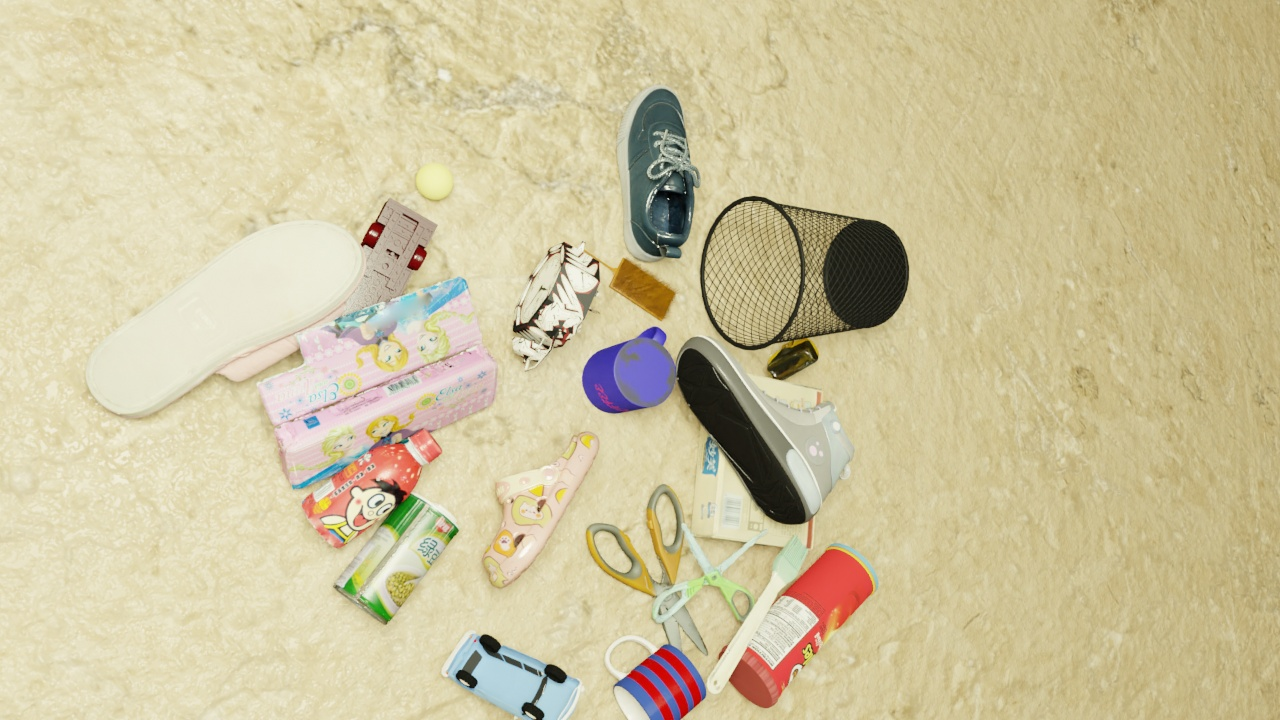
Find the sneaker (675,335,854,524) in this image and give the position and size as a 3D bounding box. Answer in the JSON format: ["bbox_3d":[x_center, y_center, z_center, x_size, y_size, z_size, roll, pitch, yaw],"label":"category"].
[{"bbox_3d":[0.159,0.057,1.093,0.160,0.093,0.256,-37,99,-36],"label":"sneaker"}]

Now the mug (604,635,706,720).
[{"bbox_3d":[0.010,0.360,1.038,0.076,0.075,0.112,-31,72,-29],"label":"mug"}]

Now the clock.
[{"bbox_3d":[-0.090,-0.051,1.009,0.065,0.115,0.154,28,53,-23],"label":"clock"}]

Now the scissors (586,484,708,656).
[{"bbox_3d":[0.013,0.264,1.080,0.175,0.016,0.225,-8,88,-29],"label":"scissors"}]

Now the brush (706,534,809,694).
[{"bbox_3d":[0.138,0.296,1.075,0.033,0.012,0.217,48,60,-15],"label":"brush"}]

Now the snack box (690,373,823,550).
[{"bbox_3d":[0.149,0.126,1.152,0.153,0.055,0.207,12,76,-27],"label":"snack box"}]

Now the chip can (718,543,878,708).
[{"bbox_3d":[0.198,0.323,1.132,0.212,0.087,0.087,-36,100,-29],"label":"chip can"}]

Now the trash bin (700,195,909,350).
[{"bbox_3d":[0.215,-0.109,1.162,0.209,0.184,0.184,-4,84,-35],"label":"trash bin"}]

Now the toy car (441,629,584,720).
[{"bbox_3d":[-0.128,0.327,0.930,0.056,0.153,0.055,-56,146,-33],"label":"toy car"}]

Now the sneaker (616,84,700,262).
[{"bbox_3d":[0.028,-0.234,1.121,0.089,0.088,0.235,5,80,-28],"label":"sneaker"}]

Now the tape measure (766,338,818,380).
[{"bbox_3d":[0.198,-0.004,1.193,0.037,0.066,0.064,59,24,-5],"label":"tape measure"}]

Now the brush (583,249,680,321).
[{"bbox_3d":[-0.012,-0.099,1.120,0.126,0.017,0.048,33,68,-21],"label":"brush"}]

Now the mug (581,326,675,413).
[{"bbox_3d":[-0.006,0.006,1.068,0.079,0.084,0.111,40,66,-18],"label":"mug"}]

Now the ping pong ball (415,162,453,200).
[{"bbox_3d":[-0.225,-0.196,1.004,0.040,0.040,0.040,5,80,-28],"label":"ping pong ball"}]

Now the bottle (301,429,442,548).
[{"bbox_3d":[-0.260,0.120,0.906,0.137,0.062,0.062,-37,101,-8],"label":"bottle"}]

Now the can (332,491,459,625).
[{"bbox_3d":[-0.242,0.196,0.920,0.067,0.067,0.120,43,65,-17],"label":"can"}]

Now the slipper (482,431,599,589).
[{"bbox_3d":[-0.119,0.150,0.993,0.081,0.093,0.196,33,65,1],"label":"slipper"}]

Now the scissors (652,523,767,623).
[{"bbox_3d":[0.085,0.255,1.084,0.172,0.021,0.171,-35,114,-7],"label":"scissors"}]

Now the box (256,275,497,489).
[{"bbox_3d":[-0.251,0.026,0.908,0.229,0.062,0.161,-24,130,-29],"label":"box"}]

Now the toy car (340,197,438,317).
[{"bbox_3d":[-0.276,-0.077,0.943,0.070,0.062,0.169,29,80,-22],"label":"toy car"}]

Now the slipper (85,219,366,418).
[{"bbox_3d":[-0.386,-0.039,0.870,0.274,0.054,0.114,-33,82,-12],"label":"slipper"}]
